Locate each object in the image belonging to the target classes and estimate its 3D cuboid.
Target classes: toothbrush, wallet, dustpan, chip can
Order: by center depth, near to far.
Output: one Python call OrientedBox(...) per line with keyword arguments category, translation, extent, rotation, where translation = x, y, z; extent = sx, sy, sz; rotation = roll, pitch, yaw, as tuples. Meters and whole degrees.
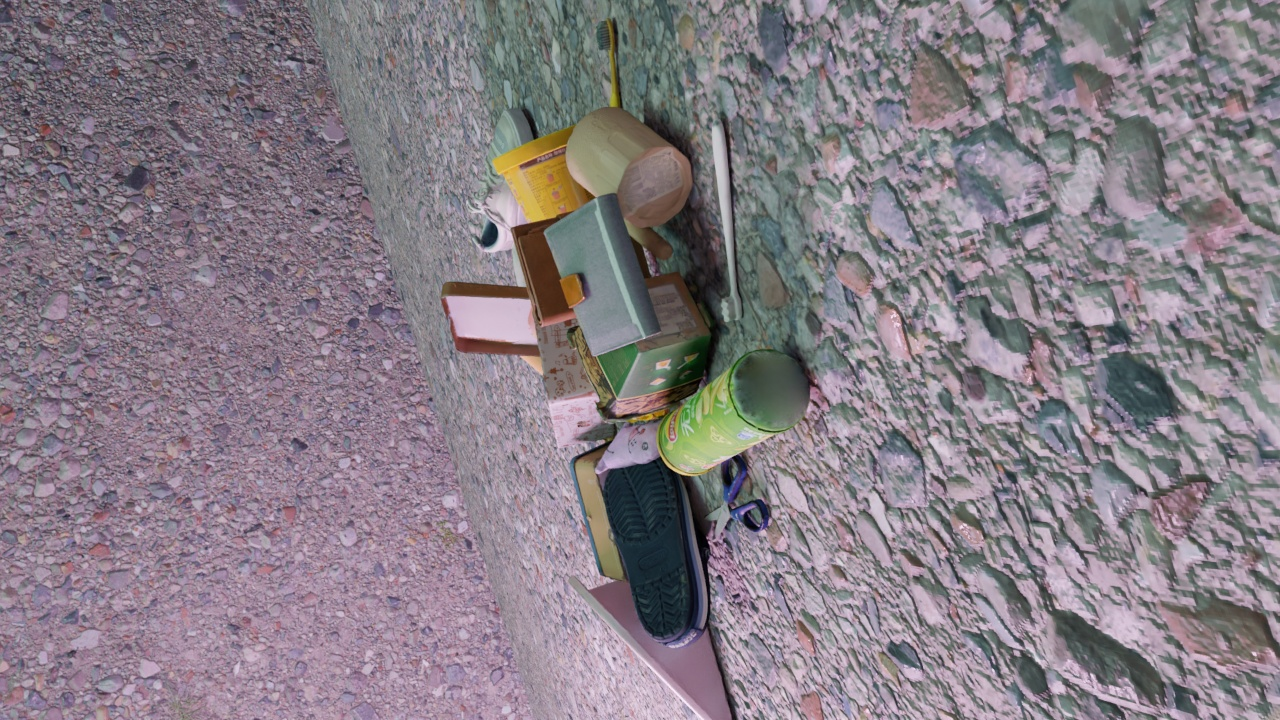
OrientedBox(category="toothbrush", translation=(0.071, -0.116, 0.788), extent=(0.016, 0.016, 0.180), rotation=(36, 139, 55))
OrientedBox(category="wallet", translation=(-0.039, -0.073, 0.829), extent=(0.107, 0.036, 0.129), rotation=(-18, 92, 52))
OrientedBox(category="chip can", translation=(0.078, 0.052, 0.831), extent=(0.072, 0.072, 0.222), rotation=(68, 159, 11))
OrientedBox(category="toothbrush", translation=(-0.029, -0.249, 0.936), extent=(0.016, 0.018, 0.192), rotation=(-131, 30, -51))
OrientedBox(category="wallet", translation=(-0.058, -0.101, 0.943), extent=(0.031, 0.131, 0.108), rotation=(-10, 97, 65))
OrientedBox(category="dustpan", translation=(0.004, 0.393, 1.215), extent=(0.223, 0.138, 0.273), rotation=(13, 118, 66))

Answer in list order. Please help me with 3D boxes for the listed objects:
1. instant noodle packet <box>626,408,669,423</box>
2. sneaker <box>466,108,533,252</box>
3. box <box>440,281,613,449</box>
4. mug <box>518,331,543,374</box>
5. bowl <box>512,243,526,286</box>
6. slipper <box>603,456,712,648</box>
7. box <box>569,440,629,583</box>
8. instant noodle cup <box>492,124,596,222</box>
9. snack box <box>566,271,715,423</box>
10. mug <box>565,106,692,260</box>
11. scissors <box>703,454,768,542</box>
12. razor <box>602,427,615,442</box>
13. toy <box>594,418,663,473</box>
OrientedBox(category="instant noodle packet", translation=(-0.006, 0.006, 1.055), extent=(0.111, 0.044, 0.128), rotation=(159, 96, -72))
OrientedBox(category="sneaker", translation=(-0.200, -0.245, 1.283), extent=(0.089, 0.090, 0.243), rotation=(59, 155, 30))
OrientedBox(category="box", translation=(-0.136, 0.015, 1.148), extent=(0.180, 0.226, 0.156), rotation=(98, 176, -67))
OrientedBox(category="mug", translation=(-0.134, -0.017, 1.335), extent=(0.123, 0.078, 0.078), rotation=(41, 144, 46))
OrientedBox(category="bowl", translation=(-0.120, -0.111, 1.222), extent=(0.118, 0.064, 0.118), rotation=(54, 154, 42))
OrientedBox(category="slipper", translation=(0.033, 0.212, 1.064), extent=(0.095, 0.105, 0.252), rotation=(35, -152, -42))
OrientedBox(category="box", translation=(-0.028, 0.188, 1.183), extent=(0.059, 0.089, 0.184), rotation=(-8, 98, 51))
OrientedBox(category="instant noodle cup", translation=(-0.086, -0.188, 1.008), extent=(0.114, 0.118, 0.118), rotation=(68, 161, -11))
OrientedBox(category="snack box", translation=(0.004, -0.022, 0.906), extent=(0.118, 0.117, 0.106), rotation=(64, 155, 24))
OrientedBox(category="mug", translation=(-0.008, -0.164, 0.867), extent=(0.103, 0.084, 0.125), rotation=(47, 156, 46))
OrientedBox(category="scissors", translation=(0.090, 0.147, 0.966), extent=(0.171, 0.012, 0.141), rotation=(11, 118, 67))
OrientedBox(category="razor", translation=(-0.035, 0.134, 1.273), extent=(0.043, 0.022, 0.143), rotation=(-15, 98, 26))
OrientedBox(category="toy", translation=(-0.001, 0.096, 1.075), extent=(0.039, 0.083, 0.108), rotation=(45, 144, -20))
